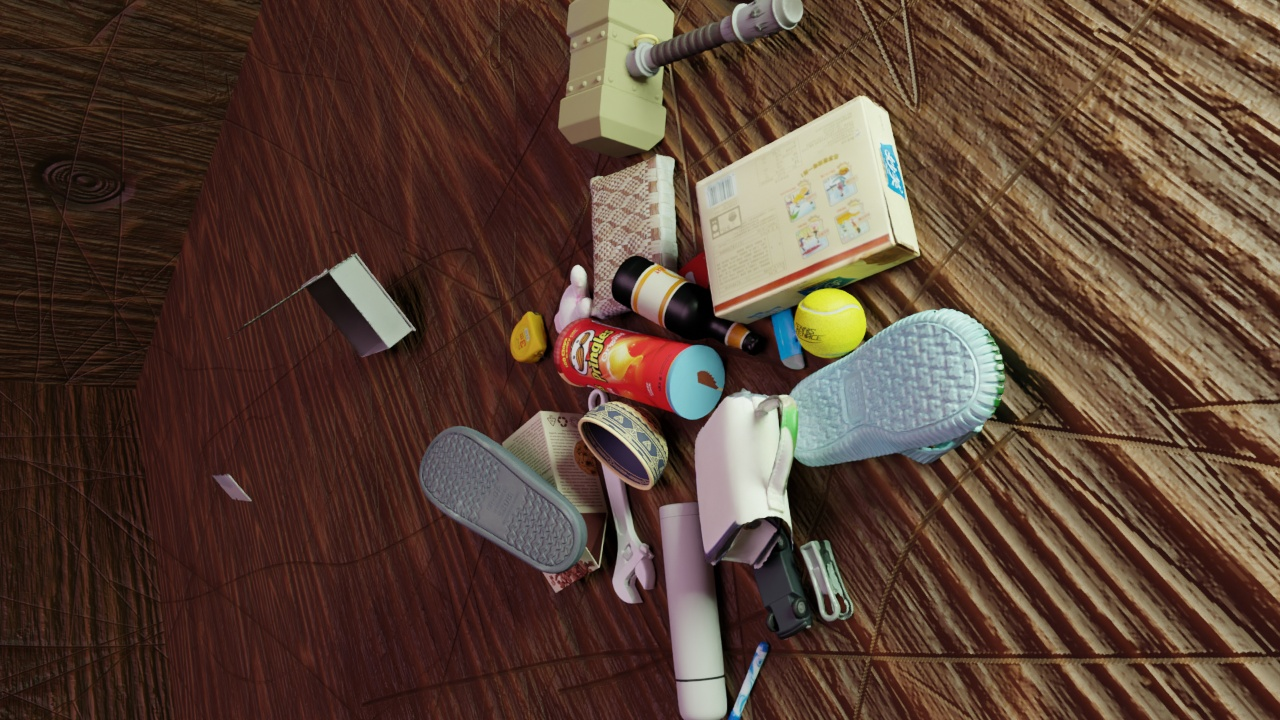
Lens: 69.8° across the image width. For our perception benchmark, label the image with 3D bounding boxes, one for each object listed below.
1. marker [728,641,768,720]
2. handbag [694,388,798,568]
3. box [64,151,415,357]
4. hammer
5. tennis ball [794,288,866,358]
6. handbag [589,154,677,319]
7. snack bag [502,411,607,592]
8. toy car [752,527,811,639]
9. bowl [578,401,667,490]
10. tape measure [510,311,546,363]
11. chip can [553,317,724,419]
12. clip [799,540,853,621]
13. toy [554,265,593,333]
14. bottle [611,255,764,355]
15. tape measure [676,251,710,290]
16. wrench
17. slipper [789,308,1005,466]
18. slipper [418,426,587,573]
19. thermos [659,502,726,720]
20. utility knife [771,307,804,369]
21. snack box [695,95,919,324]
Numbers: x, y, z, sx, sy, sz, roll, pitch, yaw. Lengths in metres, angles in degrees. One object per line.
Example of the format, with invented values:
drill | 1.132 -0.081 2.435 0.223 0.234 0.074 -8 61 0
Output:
marker | 0.103 0.350 0.940 0.013 0.013 0.142 34 110 47
handbag | 0.118 0.099 0.874 0.176 0.074 0.151 116 158 -47
box | -0.637 -0.152 1.487 0.167 0.527 0.233 -11 73 56
hammer | 0.048 -0.354 1.038 0.326 0.100 0.190 1 86 50
tennis ball | 0.178 -0.035 0.865 0.066 0.065 0.065 -10 77 49
handbag | -0.008 -0.148 1.120 0.124 0.047 0.185 -10 77 41
snack bag | -0.103 0.179 1.165 0.095 0.069 0.206 -39 57 40
toy car | 0.137 0.215 0.901 0.046 0.034 0.112 -40 49 33
bowl | -0.010 0.088 1.059 0.061 0.112 0.113 -46 34 -23
tape measure | -0.156 -0.025 1.287 0.059 0.030 0.068 -43 52 38
chip can | -0.006 0.006 1.063 0.214 0.087 0.087 15 96 49
clip | 0.175 0.207 0.863 0.023 0.043 0.076 -40 56 41
toy | -0.086 -0.068 1.200 0.126 0.037 0.075 129 137 -60
bottle | 0.054 -0.054 1.002 0.182 0.059 0.059 30 108 27
tape measure | 0.066 -0.090 1.041 0.059 0.019 0.051 -37 58 41
wrench | -0.029 0.159 1.122 0.066 0.018 0.273 -36 57 41
slipper | 0.222 0.034 0.806 0.277 0.069 0.116 148 121 -60
slipper | -0.158 0.165 1.127 0.268 0.083 0.111 28 98 30
thermos | 0.056 0.266 0.976 0.052 0.052 0.224 -21 69 47
utility knife | 0.141 -0.087 0.955 0.031 0.015 0.206 -23 70 43
snack box | 0.157 -0.141 0.900 0.208 0.055 0.153 -22 68 40
